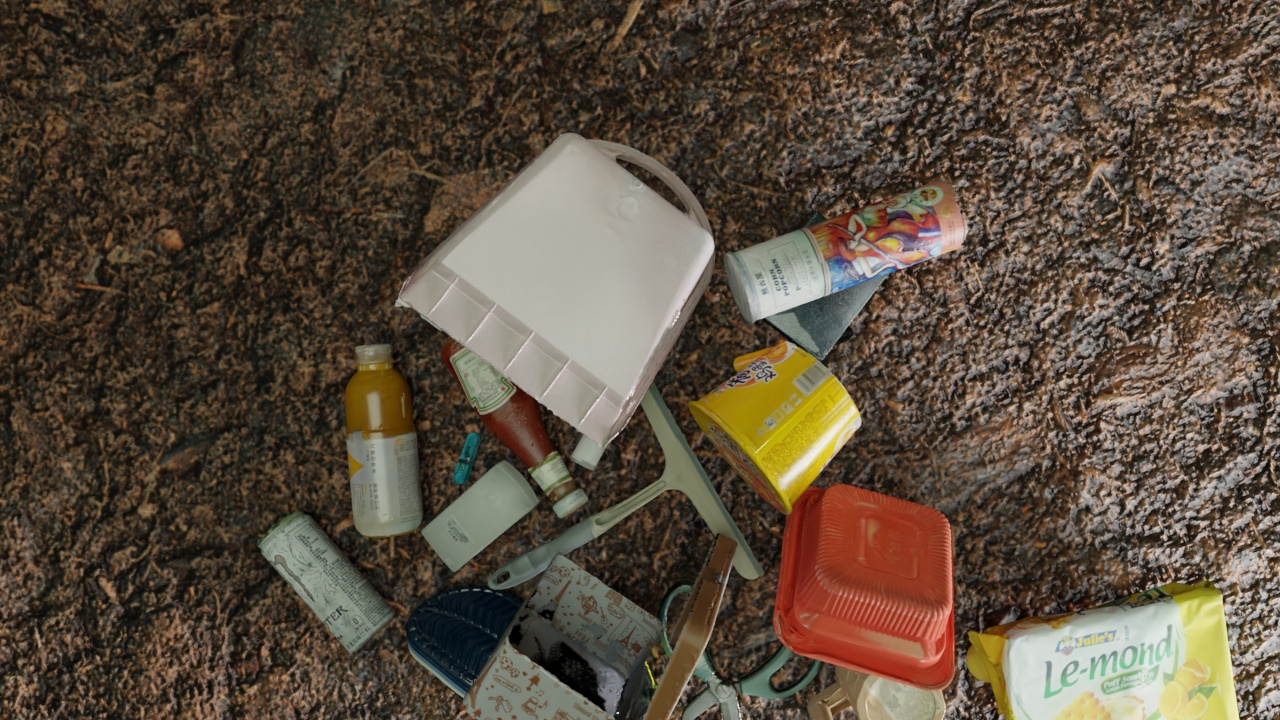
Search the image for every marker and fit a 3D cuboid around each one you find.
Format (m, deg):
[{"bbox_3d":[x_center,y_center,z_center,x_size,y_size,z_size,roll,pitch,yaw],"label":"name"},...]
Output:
[{"bbox_3d":[0.152,-0.011,0.913,0.124,0.015,0.018,-17,91,1],"label":"marker"}]

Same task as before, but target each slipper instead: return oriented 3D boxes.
[{"bbox_3d":[-0.117,0.321,0.898,0.253,0.104,0.095,34,134,16],"label":"slipper"}]

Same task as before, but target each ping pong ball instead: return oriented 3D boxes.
[{"bbox_3d":[0.337,0.291,0.890,0.040,0.040,0.040,0,90,4],"label":"ping pong ball"}]

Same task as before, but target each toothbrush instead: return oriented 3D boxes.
[{"bbox_3d":[-0.005,0.005,0.901,0.026,0.026,0.221,26,86,38],"label":"toothbrush"}]

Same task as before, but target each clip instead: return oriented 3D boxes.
[{"bbox_3d":[-0.176,0.100,0.932,0.015,0.050,0.056,16,82,6],"label":"clip"}]

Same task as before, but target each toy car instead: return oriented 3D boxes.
[{"bbox_3d":[-0.014,0.311,0.917,0.048,0.032,0.105,-22,90,4],"label":"toy car"}]

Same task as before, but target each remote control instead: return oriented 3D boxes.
[{"bbox_3d":[-0.159,0.154,0.906,0.135,0.019,0.056,-42,87,27],"label":"remote control"}]

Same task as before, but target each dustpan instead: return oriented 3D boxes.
[{"bbox_3d":[-0.047,-0.084,0.846,0.222,0.139,0.273,39,85,-3],"label":"dustpan"}]

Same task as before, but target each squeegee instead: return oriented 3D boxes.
[{"bbox_3d":[-0.043,0.163,0.914,0.247,0.039,0.246,-32,74,6],"label":"squeegee"}]

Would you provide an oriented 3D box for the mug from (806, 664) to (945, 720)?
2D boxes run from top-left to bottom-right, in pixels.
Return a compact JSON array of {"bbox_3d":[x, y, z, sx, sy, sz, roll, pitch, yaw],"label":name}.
[{"bbox_3d":[0.217,0.318,0.867,0.124,0.103,0.084,-33,89,3],"label":"mug"}]

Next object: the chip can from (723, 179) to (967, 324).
[{"bbox_3d":[0.191,-0.102,0.860,0.214,0.071,0.071,-20,89,-2],"label":"chip can"}]

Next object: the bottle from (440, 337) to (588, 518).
[{"bbox_3d":[-0.120,0.060,0.899,0.060,0.060,0.206,-35,82,3],"label":"bottle"}]

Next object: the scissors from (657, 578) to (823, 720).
[{"bbox_3d":[0.104,0.290,0.917,0.178,0.019,0.170,-17,88,3],"label":"scissors"}]

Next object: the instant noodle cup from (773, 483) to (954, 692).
[{"bbox_3d":[0.211,0.189,0.831,0.164,0.188,0.079,14,136,3],"label":"instant noodle cup"}]

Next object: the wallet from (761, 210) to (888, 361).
[{"bbox_3d":[0.174,-0.073,0.902,0.097,0.019,0.121,38,86,3],"label":"wallet"}]

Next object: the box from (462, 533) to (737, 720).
[{"bbox_3d":[-0.021,0.227,0.789,0.157,0.182,0.193,32,107,1],"label":"box"}]

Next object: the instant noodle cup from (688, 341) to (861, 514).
[{"bbox_3d":[0.129,0.056,0.859,0.109,0.138,0.138,-41,88,-8],"label":"instant noodle cup"}]

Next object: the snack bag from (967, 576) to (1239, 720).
[{"bbox_3d":[0.433,0.302,0.855,0.246,0.068,0.158,-10,92,-7],"label":"snack bag"}]

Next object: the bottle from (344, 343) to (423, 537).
[{"bbox_3d":[-0.257,0.078,0.912,0.068,0.068,0.189,-5,90,4],"label":"bottle"}]

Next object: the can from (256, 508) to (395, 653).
[{"bbox_3d":[-0.316,0.221,0.923,0.058,0.058,0.146,-43,88,3],"label":"can"}]
